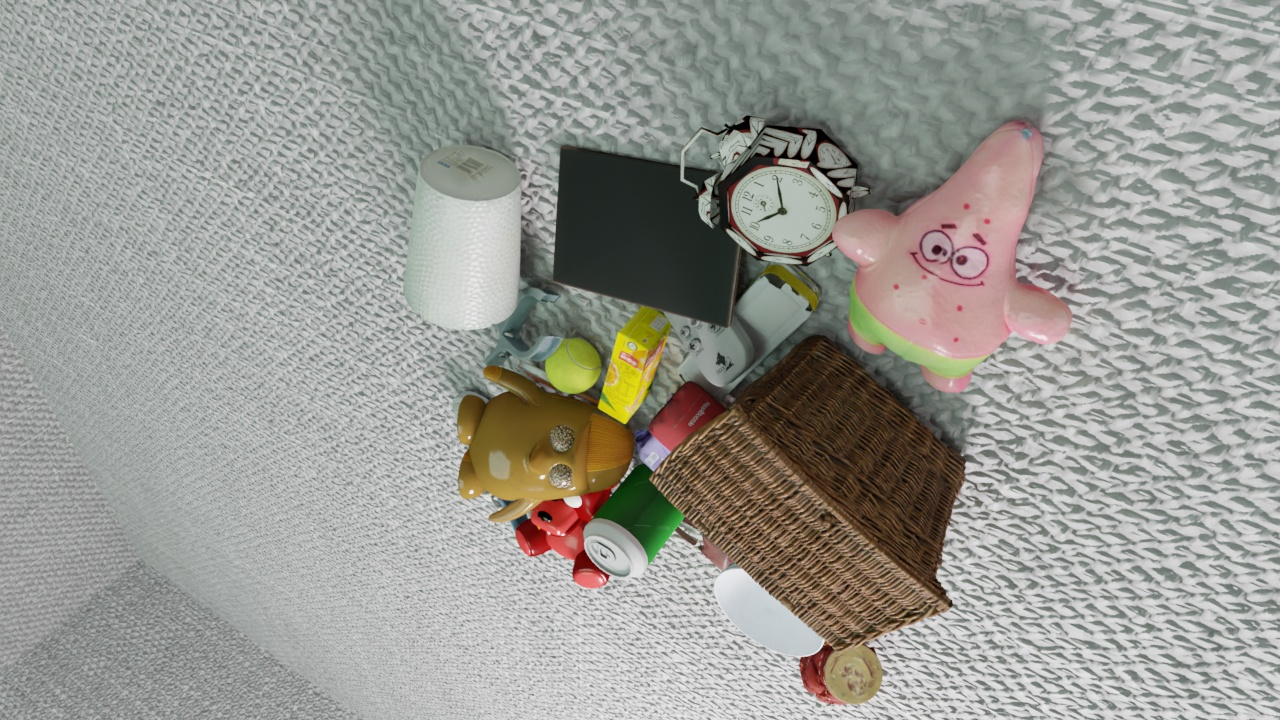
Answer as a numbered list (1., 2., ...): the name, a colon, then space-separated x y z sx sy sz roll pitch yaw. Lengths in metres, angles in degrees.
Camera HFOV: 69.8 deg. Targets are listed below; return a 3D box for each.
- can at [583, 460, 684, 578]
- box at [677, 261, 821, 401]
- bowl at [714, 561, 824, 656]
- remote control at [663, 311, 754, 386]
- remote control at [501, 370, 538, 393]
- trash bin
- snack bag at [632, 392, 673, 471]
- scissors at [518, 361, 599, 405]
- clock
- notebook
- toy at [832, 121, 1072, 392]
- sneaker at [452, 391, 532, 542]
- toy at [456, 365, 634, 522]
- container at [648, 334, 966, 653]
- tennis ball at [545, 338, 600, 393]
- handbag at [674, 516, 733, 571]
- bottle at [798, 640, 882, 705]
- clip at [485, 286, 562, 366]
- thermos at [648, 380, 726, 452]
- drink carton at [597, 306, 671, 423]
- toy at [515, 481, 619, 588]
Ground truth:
1. can: -0.001 0.192 1.122 0.088 0.139 0.088 23 137 23
2. box: 0.103 -0.024 0.923 0.064 0.033 0.210 40 142 0
3. bowl: 0.170 0.278 1.107 0.144 0.074 0.144 23 137 23
4. remote control: 0.056 -0.047 0.915 0.151 0.019 0.074 58 144 11
5. remote control: -0.176 0.078 1.215 0.049 0.024 0.144 45 122 20
6. trash bin: -0.190 -0.137 0.999 0.133 0.133 0.162 30 135 16
7. snack bag: 0.089 0.130 1.056 0.205 0.058 0.097 43 139 5
8. scissors: -0.095 0.031 1.127 0.133 0.012 0.097 21 171 26
9. clock: 0.107 -0.150 0.772 0.154 0.064 0.115 24 140 0
10. notebook: 0.003 -0.123 0.894 0.209 0.008 0.141 17 113 29
11. toy: 0.243 -0.075 0.711 0.192 0.096 0.237 25 131 9
12. sneaker: -0.204 0.158 1.306 0.090 0.090 0.242 -9 118 46
13. toy: -0.110 0.108 1.109 0.203 0.162 0.199 3 102 7
14. container: 0.172 0.109 0.861 0.250 0.182 0.163 42 141 0
15. tennis ball: -0.079 0.006 1.078 0.065 0.065 0.065 23 137 23
16. handbag: 0.069 0.224 1.187 0.120 0.029 0.055 29 142 24
17. bottle: 0.239 0.366 1.117 0.099 0.098 0.111 40 168 4
18. clip: -0.142 -0.013 1.090 0.167 0.028 0.127 -21 69 53
19. thermos: 0.118 0.123 0.967 0.240 0.073 0.073 41 141 2
20. drink carton: -0.006 0.006 1.021 0.043 0.058 0.135 30 139 12
21. toy: -0.093 0.195 1.232 0.158 0.120 0.198 24 130 28
